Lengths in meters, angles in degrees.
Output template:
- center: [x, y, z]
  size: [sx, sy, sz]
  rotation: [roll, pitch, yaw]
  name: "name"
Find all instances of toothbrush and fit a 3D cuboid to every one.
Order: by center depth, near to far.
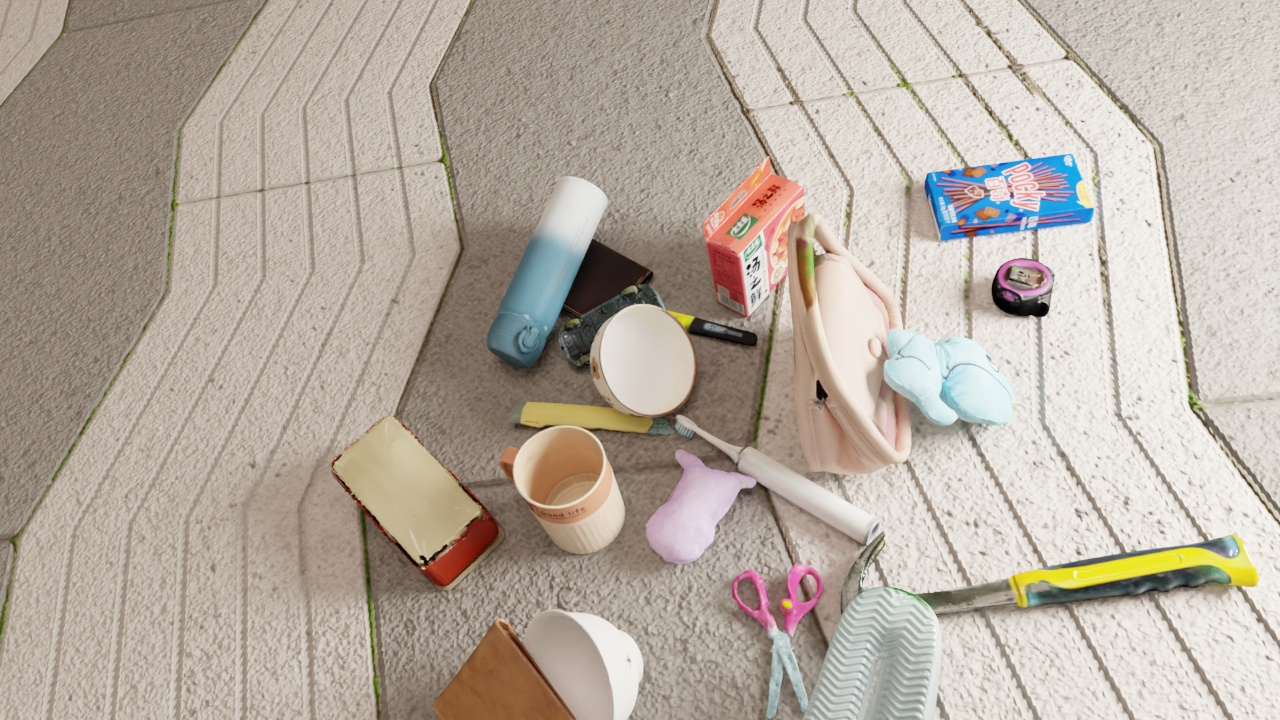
- center: [0.120, 0.105, 0.858]
  size: [0.221, 0.026, 0.026]
  rotation: [29, 24, 28]
  name: "toothbrush"

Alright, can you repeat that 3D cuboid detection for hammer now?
- center: [0.326, 0.183, 0.753]
  size: [0.323, 0.032, 0.126]
  rotation: [-11, 55, 6]
  name: "hammer"

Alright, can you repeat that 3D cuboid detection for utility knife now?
- center: [-0.051, 0.059, 0.937]
  size: [0.173, 0.019, 0.030]
  rotation: [2, 60, 16]
  name: "utility knife"

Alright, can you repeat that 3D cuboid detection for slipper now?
- center: [0.168, 0.293, 0.684]
  size: [0.104, 0.074, 0.245]
  rotation: [9, 75, 28]
  name: "slipper"

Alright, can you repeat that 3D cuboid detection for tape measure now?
- center: [0.382, -0.074, 0.916]
  size: [0.058, 0.039, 0.057]
  rotation: [14, 60, 22]
  name: "tape measure"

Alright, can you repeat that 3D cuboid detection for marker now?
- center: [0.066, -0.036, 0.977]
  size: [0.124, 0.015, 0.018]
  rotation: [15, 67, 23]
  name: "marker"

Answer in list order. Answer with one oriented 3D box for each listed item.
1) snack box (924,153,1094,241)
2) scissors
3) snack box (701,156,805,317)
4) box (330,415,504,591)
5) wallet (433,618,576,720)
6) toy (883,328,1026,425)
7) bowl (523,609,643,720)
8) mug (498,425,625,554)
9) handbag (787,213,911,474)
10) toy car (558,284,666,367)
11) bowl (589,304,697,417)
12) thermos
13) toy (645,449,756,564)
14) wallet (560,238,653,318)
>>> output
- center: [0.396, -0.177, 0.993]
  size: [0.157, 0.026, 0.084]
  rotation: [-7, 54, 9]
  name: "snack box"
- center: [0.110, 0.235, 0.779]
  size: [0.096, 0.017, 0.137]
  rotation: [7, 61, 16]
  name: "scissors"
- center: [0.123, -0.127, 0.959]
  size: [0.044, 0.127, 0.113]
  rotation: [32, 68, 29]
  name: "snack box"
- center: [-0.219, 0.130, 0.887]
  size: [0.091, 0.079, 0.168]
  rotation: [-43, 58, -16]
  name: "box"
- center: [-0.113, 0.291, 0.760]
  size: [0.115, 0.020, 0.101]
  rotation: [44, 104, 31]
  name: "wallet"
- center: [0.286, 0.017, 0.834]
  size: [0.156, 0.050, 0.161]
  rotation: [33, 36, -9]
  name: "toy"
- center: [-0.038, 0.256, 0.758]
  size: [0.064, 0.118, 0.118]
  rotation: [-8, 41, -43]
  name: "bowl"
- center: [-0.075, 0.117, 0.846]
  size: [0.115, 0.106, 0.081]
  rotation: [16, 60, 23]
  name: "mug"
- center: [0.168, -0.027, 0.810]
  size: [0.093, 0.234, 0.192]
  rotation: [-10, 51, 24]
  name: "handbag"
- center: [-0.029, -0.035, 0.982]
  size: [0.121, 0.037, 0.054]
  rotation: [-28, 72, 6]
  name: "toy car"
- center: [-0.005, 0.005, 0.924]
  size: [0.062, 0.113, 0.113]
  rotation: [-21, 36, 56]
  name: "bowl"
- center: [-0.102, -0.096, 1.010]
  size: [0.070, 0.070, 0.220]
  rotation: [14, 70, 21]
  name: "thermos"
- center: [0.046, 0.137, 0.846]
  size: [0.084, 0.039, 0.107]
  rotation: [22, 65, 25]
  name: "toy"
- center: [-0.061, -0.092, 1.045]
  size: [0.122, 0.020, 0.096]
  rotation: [31, 73, 28]
  name: "wallet"
